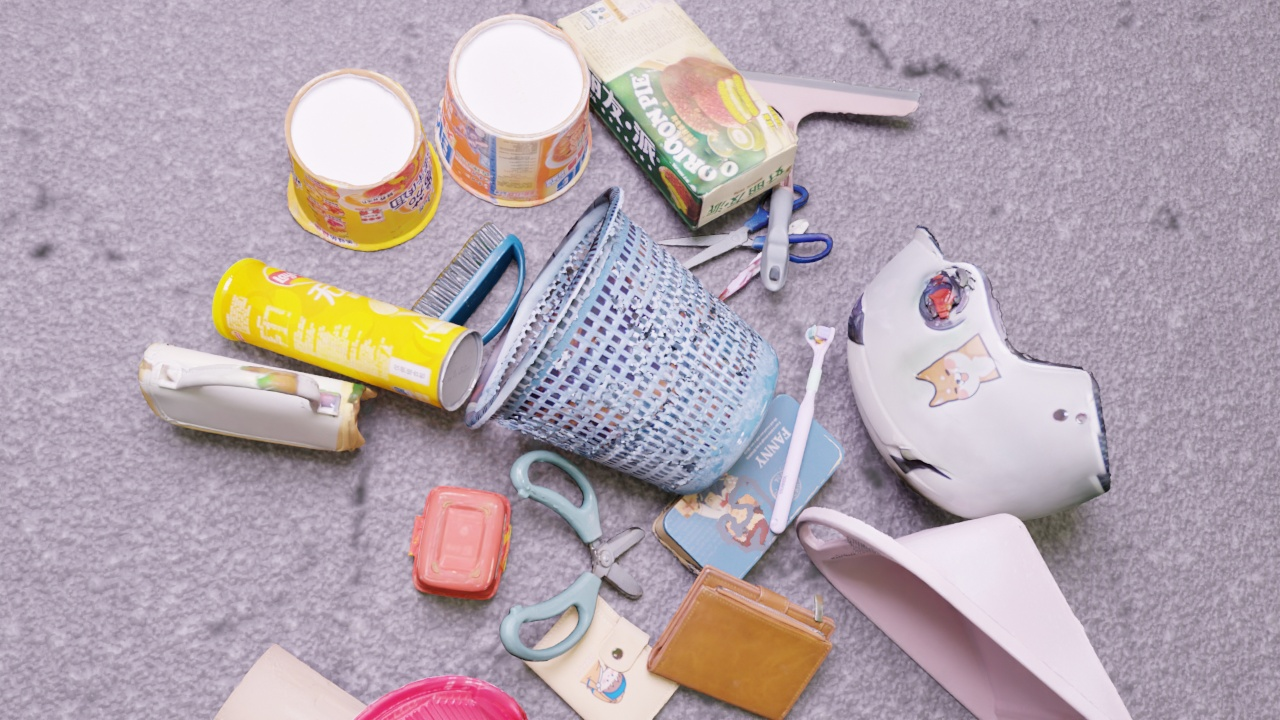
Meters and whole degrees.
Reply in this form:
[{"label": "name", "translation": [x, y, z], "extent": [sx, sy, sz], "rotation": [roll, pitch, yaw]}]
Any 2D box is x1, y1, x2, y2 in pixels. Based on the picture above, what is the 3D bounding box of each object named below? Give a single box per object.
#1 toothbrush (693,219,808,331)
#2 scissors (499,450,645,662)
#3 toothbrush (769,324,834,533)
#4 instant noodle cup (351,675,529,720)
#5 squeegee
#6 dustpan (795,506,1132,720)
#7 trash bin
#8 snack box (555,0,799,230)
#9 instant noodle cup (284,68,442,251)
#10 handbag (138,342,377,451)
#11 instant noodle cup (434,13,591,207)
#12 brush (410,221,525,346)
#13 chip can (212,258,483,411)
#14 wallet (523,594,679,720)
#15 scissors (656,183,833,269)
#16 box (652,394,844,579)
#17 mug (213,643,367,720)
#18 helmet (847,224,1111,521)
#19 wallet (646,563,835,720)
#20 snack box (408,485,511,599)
[{"label": "toothbrush", "translation": [0.100, -0.077, 0.886], "extent": [0.016, 0.017, 0.187], "rotation": [40, 70, 20]}, {"label": "scissors", "translation": [-0.066, 0.169, 0.753], "extent": [0.170, 0.019, 0.179], "rotation": [49, 50, -21]}, {"label": "toothbrush", "translation": [0.139, 0.058, 0.799], "extent": [0.021, 0.029, 0.189], "rotation": [30, 69, -42]}, {"label": "instant noodle cup", "translation": [-0.145, 0.337, 0.674], "extent": [0.193, 0.066, 0.194], "rotation": [-2, 94, -35]}, {"label": "squeegee", "translation": [0.138, -0.169, 0.886], "extent": [0.248, 0.040, 0.249], "rotation": [9, 65, 3]}, {"label": "dustpan", "translation": [0.242, 0.227, 0.738], "extent": [0.138, 0.223, 0.273], "rotation": [-19, 75, -12]}, {"label": "trash bin", "translation": [-0.004, 0.004, 0.759], "extent": [0.195, 0.227, 0.226], "rotation": [33, 73, -14]}, {"label": "snack box", "translation": [0.030, -0.245, 0.862], "extent": [0.114, 0.063, 0.240], "rotation": [-32, 70, -15]}, {"label": "instant noodle cup", "translation": [-0.244, -0.178, 0.800], "extent": [0.138, 0.110, 0.138], "rotation": [2, 77, -10]}, {"label": "handbag", "translation": [-0.296, 0.028, 0.706], "extent": [0.163, 0.179, 0.063], "rotation": [11, 80, -9]}, {"label": "instant noodle cup", "translation": [-0.113, -0.230, 0.834], "extent": [0.151, 0.112, 0.151], "rotation": [2, 76, -10]}, {"label": "brush", "translation": [-0.150, -0.053, 0.814], "extent": [0.073, 0.055, 0.143], "rotation": [36, 73, 3]}, {"label": "chip can", "translation": [-0.240, -0.023, 0.752], "extent": [0.213, 0.072, 0.072], "rotation": [17, 73, 13]}, {"label": "wallet", "translation": [-0.028, 0.260, 0.777], "extent": [0.115, 0.024, 0.087], "rotation": [42, 70, 4]}, {"label": "scissors", "translation": [0.104, -0.126, 0.892], "extent": [0.165, 0.012, 0.156], "rotation": [17, 62, 8]}, {"label": "box", "translation": [0.100, 0.112, 0.817], "extent": [0.090, 0.059, 0.184], "rotation": [42, 75, 1]}, {"label": "mug", "translation": [-0.274, 0.297, 0.702], "extent": [0.103, 0.084, 0.125], "rotation": [34, 98, -2]}, {"label": "helmet", "translation": [0.268, 0.030, 0.796], "extent": [0.157, 0.230, 0.274], "rotation": [-38, 61, 8]}, {"label": "wallet", "translation": [0.089, 0.235, 0.766], "extent": [0.130, 0.035, 0.119], "rotation": [27, 100, -14]}, {"label": "snack box", "translation": [-0.148, 0.148, 0.753], "extent": [0.082, 0.080, 0.091], "rotation": [9, 76, -7]}]
